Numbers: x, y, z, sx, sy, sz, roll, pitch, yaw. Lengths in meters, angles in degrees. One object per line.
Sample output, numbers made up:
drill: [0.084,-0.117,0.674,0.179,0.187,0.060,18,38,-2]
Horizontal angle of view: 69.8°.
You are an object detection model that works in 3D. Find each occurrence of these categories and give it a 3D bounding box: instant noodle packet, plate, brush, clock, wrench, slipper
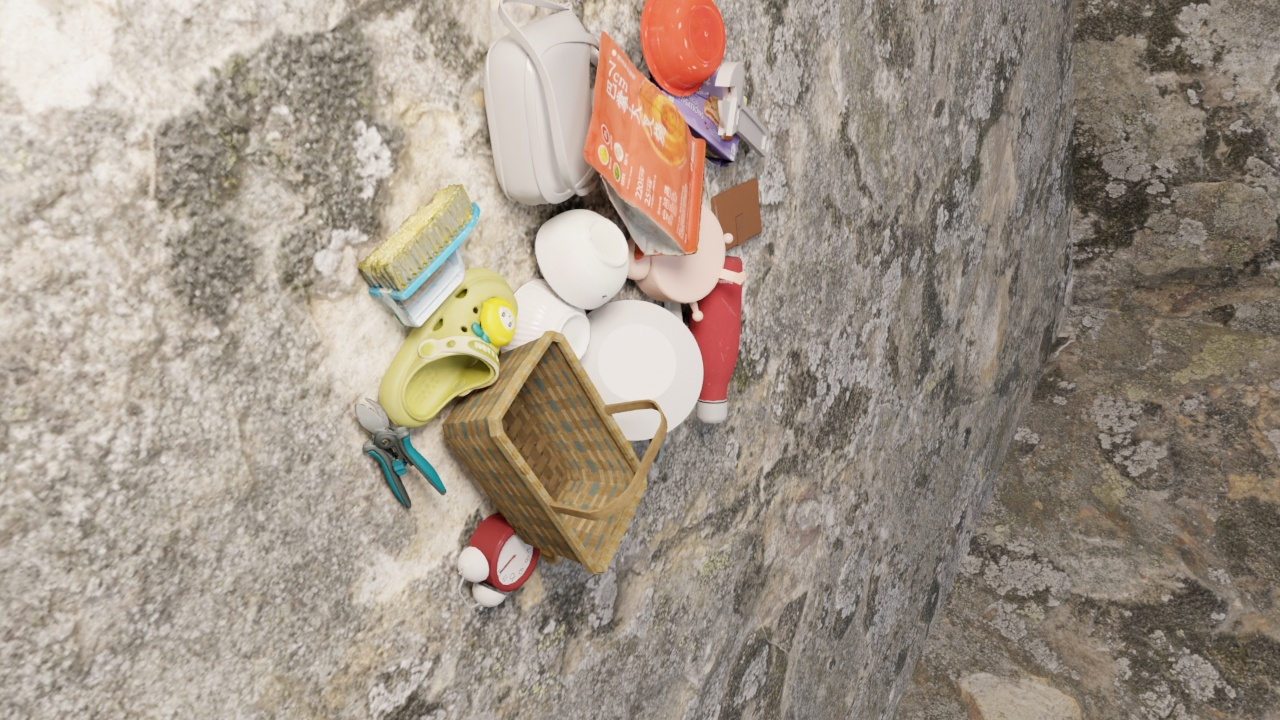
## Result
instant noodle packet: [-0.002,-0.235,1.024,0.221,0.084,0.164,44,48,-59]
plate: [-0.006,0.006,1.095,0.036,0.174,0.173,124,-9,-75]
brush: [-0.198,-0.103,0.880,0.135,0.055,0.075,-54,135,-29]
clock: [-0.163,0.229,1.057,0.124,0.044,0.087,-50,137,-34]
wrench: [0.140,-0.319,1.202,0.272,0.018,0.087,-4,103,-70]
clock: [0.053,-0.140,1.176,0.160,0.086,0.131,28,78,-32]
slipper: [-0.181,-0.011,0.918,0.190,0.082,0.092,-56,138,-22]

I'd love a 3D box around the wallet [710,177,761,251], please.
wallet: [0.142,-0.213,1.353,0.120,0.013,0.087,-32,122,-45]

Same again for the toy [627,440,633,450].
toy: [-0.021,0.044,1.151,0.207,0.092,0.134,-49,123,-21]

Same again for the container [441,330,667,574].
container: [-0.068,0.102,0.980,0.250,0.187,0.157,61,41,-33]

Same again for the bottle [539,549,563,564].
bottle: [-0.082,0.216,1.167,0.110,0.043,0.043,-32,126,-44]

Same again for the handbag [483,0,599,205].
handbag: [-0.074,-0.281,0.972,0.222,0.096,0.216,-47,139,-52]

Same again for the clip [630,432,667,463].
clip: [0.038,0.063,1.274,0.106,0.028,0.163,41,67,-38]

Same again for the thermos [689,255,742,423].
thermos: [0.105,-0.028,1.300,0.073,0.073,0.240,-13,108,-52]

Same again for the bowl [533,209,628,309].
bowl: [-0.056,-0.120,1.024,0.113,0.063,0.113,27,50,-37]

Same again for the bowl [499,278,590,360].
bowl: [-0.098,-0.030,1.040,0.117,0.062,0.118,-23,120,-49]

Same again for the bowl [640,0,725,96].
bowl: [0.059,-0.377,1.067,0.130,0.045,0.130,-8,102,-47]

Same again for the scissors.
scissors: [-0.243,0.097,0.908,0.131,0.019,0.150,17,121,-28]

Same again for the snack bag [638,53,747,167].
snack bag: [0.061,-0.328,1.162,0.205,0.058,0.096,23,78,-51]

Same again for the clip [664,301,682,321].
clip: [0.035,-0.038,1.240,0.057,0.054,0.102,9,74,-69]
